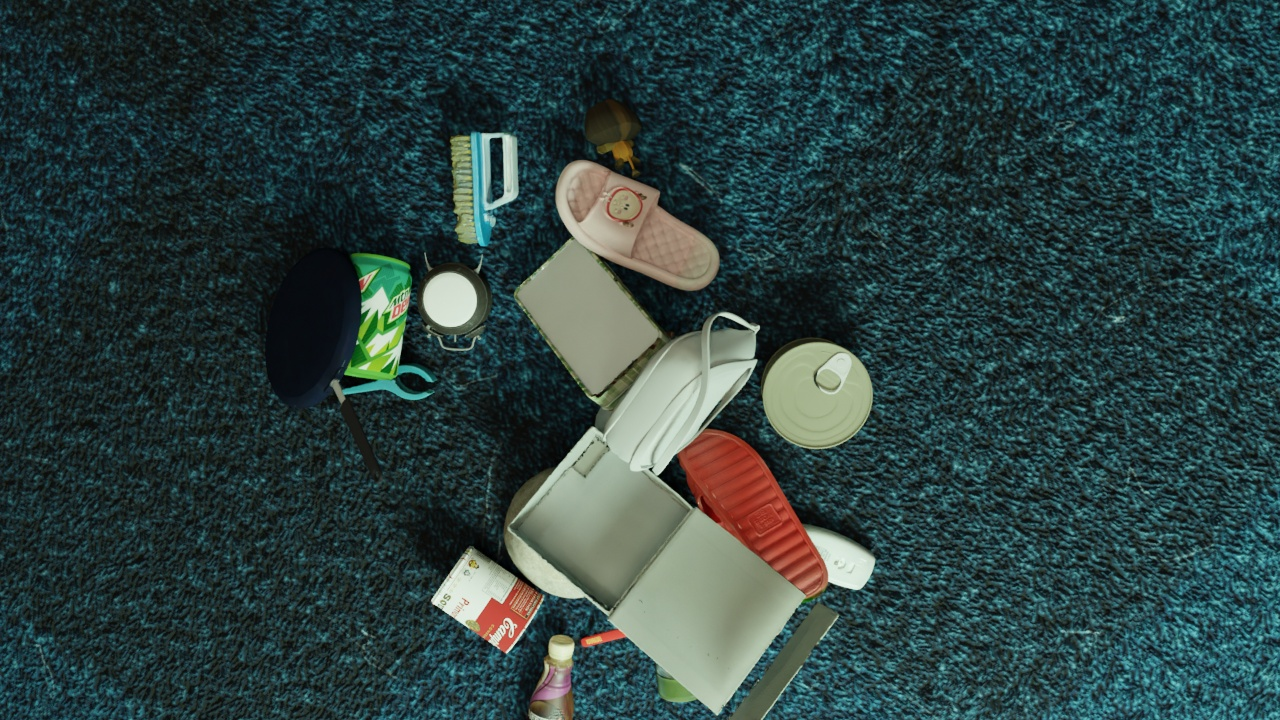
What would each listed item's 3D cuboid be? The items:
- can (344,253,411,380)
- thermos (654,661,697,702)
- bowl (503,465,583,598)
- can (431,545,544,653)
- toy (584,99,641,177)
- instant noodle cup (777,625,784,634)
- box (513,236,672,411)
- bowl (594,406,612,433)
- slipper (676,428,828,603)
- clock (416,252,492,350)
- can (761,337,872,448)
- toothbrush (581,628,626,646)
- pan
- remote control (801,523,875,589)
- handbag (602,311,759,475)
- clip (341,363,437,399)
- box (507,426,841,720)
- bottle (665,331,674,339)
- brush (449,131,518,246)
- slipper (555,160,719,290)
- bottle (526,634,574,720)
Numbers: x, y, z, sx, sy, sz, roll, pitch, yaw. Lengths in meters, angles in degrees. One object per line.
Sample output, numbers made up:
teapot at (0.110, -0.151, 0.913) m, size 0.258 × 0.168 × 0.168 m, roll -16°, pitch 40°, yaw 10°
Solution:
can at (-0.330, -0.053, 1.125) m, size 0.083 × 0.083 × 0.144 m, roll 7°, pitch 83°, yaw 3°
thermos at (0.043, 0.314, 1.165) m, size 0.082 × 0.082 × 0.231 m, roll -5°, pitch 97°, yaw 5°
bowl at (-0.089, 0.225, 1.161) m, size 0.178 × 0.081 × 0.178 m, roll 0°, pitch 99°, yaw 3°
can at (-0.196, 0.305, 1.175) m, size 0.116 × 0.086 × 0.087 m, roll 35°, pitch 99°, yaw -1°
toy at (-0.026, -0.263, 1.098) m, size 0.076 × 0.063 × 0.100 m, roll -18°, pitch 80°, yaw -29°
instant noodle cup at (0.141, 0.295, 1.137) m, size 0.098 × 0.108 × 0.098 m, roll 1°, pitch 98°, yaw 4°
box at (-0.056, -0.047, 1.081) m, size 0.118 × 0.051 × 0.205 m, roll -43°, pitch 57°, yaw 3°
bowl at (-0.007, 0.090, 1.155) m, size 0.106 × 0.039 × 0.106 m, roll 1°, pitch 98°, yaw 4°
slipper at (0.132, 0.191, 1.126) m, size 0.103 × 0.059 × 0.248 m, roll -27°, pitch 70°, yaw -30°
clock at (-0.233, -0.072, 1.148) m, size 0.091 × 0.043 × 0.123 m, roll 2°, pitch 98°, yaw 4°
can at (0.211, 0.037, 1.114) m, size 0.128 × 0.073 × 0.128 m, roll 1°, pitch 98°, yaw 4°
toothbrush at (-0.006, 0.336, 1.145) m, size 0.213 × 0.017 × 0.012 m, roll -28°, pitch 81°, yaw 39°
pan at (-0.365, 0.011, 1.070) m, size 0.199 × 0.021 × 0.356 m, roll -51°, pitch 53°, yaw 20°
remote control at (0.238, 0.247, 1.163) m, size 0.114 × 0.028 × 0.060 m, roll 22°, pitch 99°, yaw 1°
handbag at (0.076, 0.035, 1.053) m, size 0.095 × 0.222 × 0.216 m, roll 46°, pitch 119°, yaw 20°
clip at (-0.324, 0.029, 1.179) m, size 0.119 × 0.027 × 0.102 m, roll 12°, pitch 101°, yaw 3°
box at (0.028, 0.245, 1.051) m, size 0.368 × 0.098 × 0.166 m, roll 37°, pitch 81°, yaw 17°
bottle at (-0.007, 0.006, 1.113) m, size 0.111 × 0.098 × 0.099 m, roll -7°, pitch 97°, yaw 14°
brush at (-0.188, -0.208, 1.120) m, size 0.075 × 0.055 × 0.136 m, roll 1°, pitch 98°, yaw 9°
slipper at (-0.003, -0.159, 1.095) m, size 0.221 × 0.056 × 0.106 m, roll 31°, pitch 65°, yaw -8°
bottle at (-0.114, 0.443, 1.201) m, size 0.059 × 0.059 × 0.166 m, roll 10°, pitch 98°, yaw 3°
